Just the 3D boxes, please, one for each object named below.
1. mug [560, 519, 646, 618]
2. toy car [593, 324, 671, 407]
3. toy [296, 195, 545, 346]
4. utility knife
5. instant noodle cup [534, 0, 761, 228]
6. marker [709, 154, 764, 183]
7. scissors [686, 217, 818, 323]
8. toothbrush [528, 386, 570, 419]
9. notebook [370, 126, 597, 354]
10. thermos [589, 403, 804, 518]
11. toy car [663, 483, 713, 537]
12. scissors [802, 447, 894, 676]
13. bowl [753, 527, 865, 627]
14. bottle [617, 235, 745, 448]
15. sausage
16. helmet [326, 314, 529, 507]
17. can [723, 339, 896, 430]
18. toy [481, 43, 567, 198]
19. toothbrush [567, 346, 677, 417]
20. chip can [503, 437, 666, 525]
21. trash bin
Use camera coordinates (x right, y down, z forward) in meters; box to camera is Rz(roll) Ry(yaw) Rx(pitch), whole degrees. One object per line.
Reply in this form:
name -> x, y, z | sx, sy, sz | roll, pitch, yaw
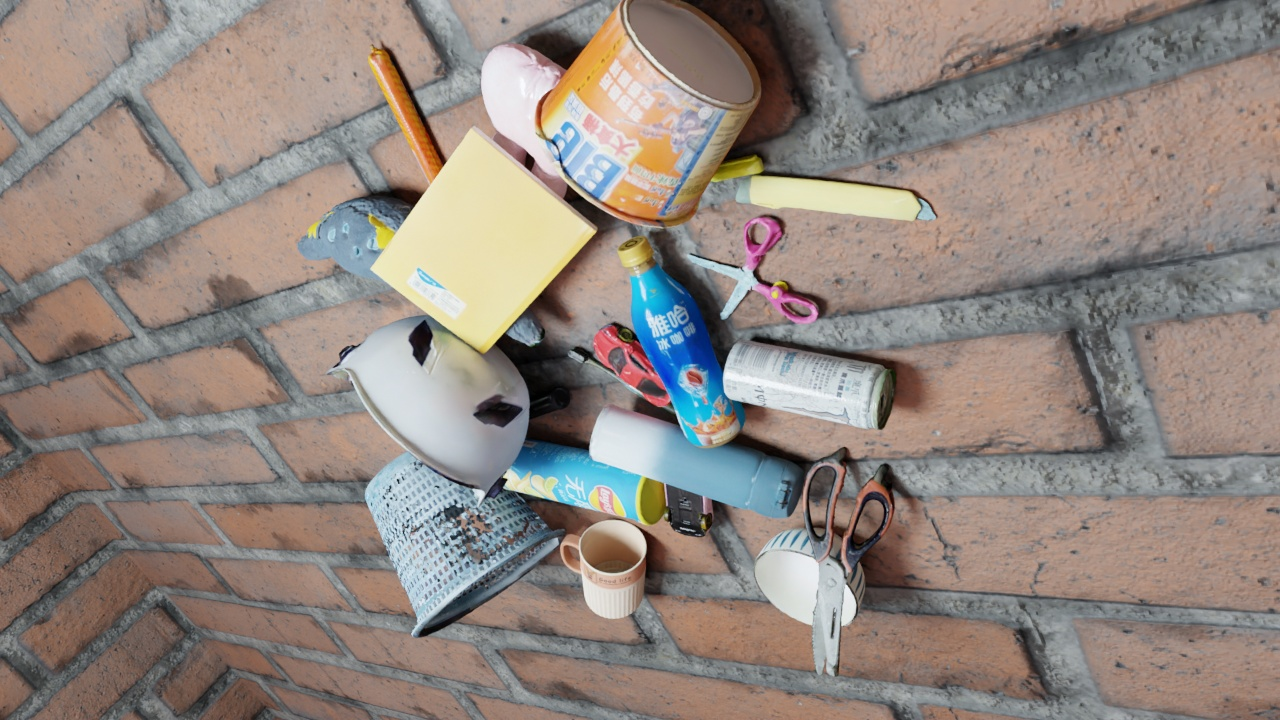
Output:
mug -> -0.048, 0.263, 1.172 | 0.115, 0.081, 0.106 | 16, 136, 17
toy car -> -0.006, 0.006, 0.954 | 0.106, 0.031, 0.049 | 39, 138, 4
toy -> -0.254, -0.110, 0.990 | 0.357, 0.091, 0.138 | 22, 147, 22
utility knife -> 0.151, -0.128, 0.729 | 0.163, 0.018, 0.031 | 15, 138, 28
instant noodle cup -> 0.011, -0.192, 0.686 | 0.151, 0.151, 0.112 | 41, 131, -1
marker -> 0.049, -0.156, 0.778 | 0.124, 0.018, 0.015 | -3, 122, 39
scissors -> 0.099, -0.077, 0.816 | 0.133, 0.017, 0.136 | 24, 140, 23
toothbrush -> -0.160, 0.067, 1.126 | 0.213, 0.026, 0.027 | -19, 90, 46
notebook -> -0.156, -0.107, 0.883 | 0.146, 0.010, 0.207 | 38, 126, -12
thermos -> 0.058, 0.106, 0.952 | 0.220, 0.070, 0.070 | 17, 134, 15
toy car -> 0.054, 0.143, 1.029 | 0.056, 0.037, 0.122 | 7, 117, 25
scissors -> 0.203, 0.201, 0.894 | 0.194, 0.015, 0.206 | -34, 79, 18
bowl -> 0.186, 0.221, 0.975 | 0.116, 0.066, 0.117 | 21, 136, 22
bottle -> 0.035, -0.018, 0.877 | 0.065, 0.065, 0.219 | -4, 122, 39
sausage -> -0.227, -0.233, 0.910 | 0.021, 0.021, 0.165 | 0, 126, 36
helmet -> -0.209, 0.036, 1.015 | 0.229, 0.145, 0.259 | 43, 172, -5
can -> 0.151, 0.021, 0.829 | 0.147, 0.058, 0.058 | 12, 132, 28
toy -> -0.094, -0.206, 0.813 | 0.121, 0.054, 0.160 | 38, 150, 3
toothbrush -> 0.002, 0.034, 0.983 | 0.186, 0.017, 0.012 | 30, 101, 11
chip can -> -0.070, 0.140, 1.088 | 0.211, 0.071, 0.071 | 7, 130, 32
trash bin -> -0.241, 0.209, 1.180 | 0.195, 0.225, 0.227 | 54, 141, 13
